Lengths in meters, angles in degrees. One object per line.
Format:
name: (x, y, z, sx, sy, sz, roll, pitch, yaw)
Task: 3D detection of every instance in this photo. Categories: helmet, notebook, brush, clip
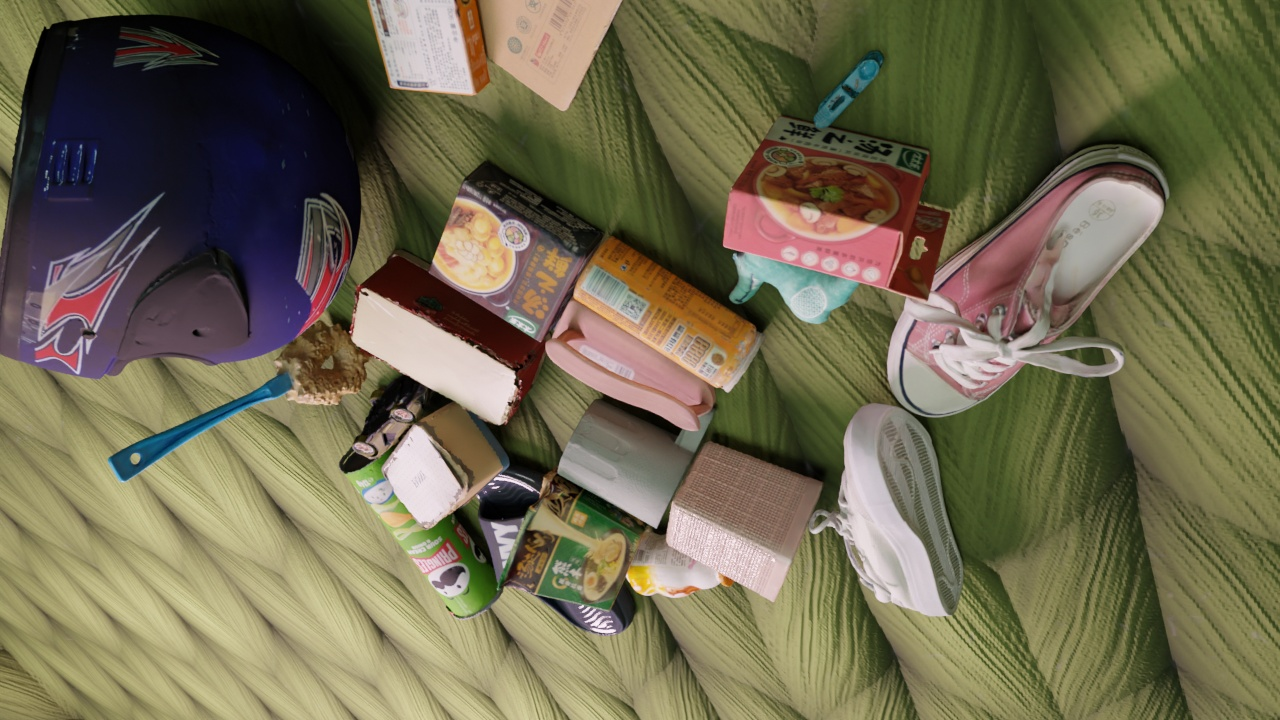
helmet: (-0.355, -0.107, 0.725, 0.240, 0.247, 0.316, 12, 137, -32)
notebook: (-0.107, -0.282, 0.614, 0.207, 0.008, 0.148, 35, 135, -3)
brush: (-0.004, 0.004, 0.758, 0.145, 0.072, 0.063, 30, 134, -1)
clip: (0.130, -0.171, 0.577, 0.014, 0.043, 0.057, 39, 131, -9)
brush: (-0.368, 0.039, 0.863, 0.046, 0.253, 0.083, 4, 119, 47)

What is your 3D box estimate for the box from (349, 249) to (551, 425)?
box: (-0.176, -0.014, 0.826, 0.168, 0.080, 0.092, 29, 134, 4)

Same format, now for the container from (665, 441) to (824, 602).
container: (0.088, 0.138, 0.806, 0.111, 0.090, 0.090, 23, 144, 13)

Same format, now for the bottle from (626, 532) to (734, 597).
bottle: (0.040, 0.202, 0.906, 0.109, 0.063, 0.063, -5, 124, 31)

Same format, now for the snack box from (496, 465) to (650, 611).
snack box: (-0.056, 0.172, 0.863, 0.105, 0.118, 0.117, 24, 98, 6)

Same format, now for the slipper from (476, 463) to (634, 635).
slipper: (-0.096, 0.221, 0.982, 0.111, 0.083, 0.268, -12, 122, 32)

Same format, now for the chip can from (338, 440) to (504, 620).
chip can: (-0.244, 0.188, 1.037, 0.072, 0.072, 0.236, -11, 120, 34)

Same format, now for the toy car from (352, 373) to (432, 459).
toy car: (-0.242, 0.048, 0.919, 0.042, 0.070, 0.159, 29, 139, -24)

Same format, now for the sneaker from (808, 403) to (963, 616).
sneaker: (0.192, 0.121, 0.746, 0.091, 0.089, 0.242, 1, 137, 35)

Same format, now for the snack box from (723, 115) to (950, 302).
snack box: (0.129, -0.099, 0.572, 0.127, 0.113, 0.044, 17, 132, 13)

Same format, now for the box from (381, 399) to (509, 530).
box: (-0.194, 0.102, 0.902, 0.090, 0.059, 0.185, 55, 143, 2)

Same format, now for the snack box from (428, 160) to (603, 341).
snack box: (-0.106, -0.082, 0.758, 0.113, 0.053, 0.126, 32, 130, 0)

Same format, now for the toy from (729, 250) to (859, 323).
toy: (0.106, -0.060, 0.678, 0.092, 0.030, 0.097, 37, 142, 1)

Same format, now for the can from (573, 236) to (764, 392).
can: (0.021, -0.036, 0.719, 0.146, 0.058, 0.058, 32, 135, 0)

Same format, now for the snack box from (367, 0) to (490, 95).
snack box: (-0.154, -0.261, 0.632, 0.075, 0.026, 0.154, 10, 132, 19)

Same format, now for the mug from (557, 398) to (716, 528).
mug: (-0.003, 0.073, 0.821, 0.103, 0.083, 0.124, 26, 108, 7)

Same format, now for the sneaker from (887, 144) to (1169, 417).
sneaker: (0.235, -0.029, 0.592, 0.118, 0.087, 0.242, 32, 137, 0)
